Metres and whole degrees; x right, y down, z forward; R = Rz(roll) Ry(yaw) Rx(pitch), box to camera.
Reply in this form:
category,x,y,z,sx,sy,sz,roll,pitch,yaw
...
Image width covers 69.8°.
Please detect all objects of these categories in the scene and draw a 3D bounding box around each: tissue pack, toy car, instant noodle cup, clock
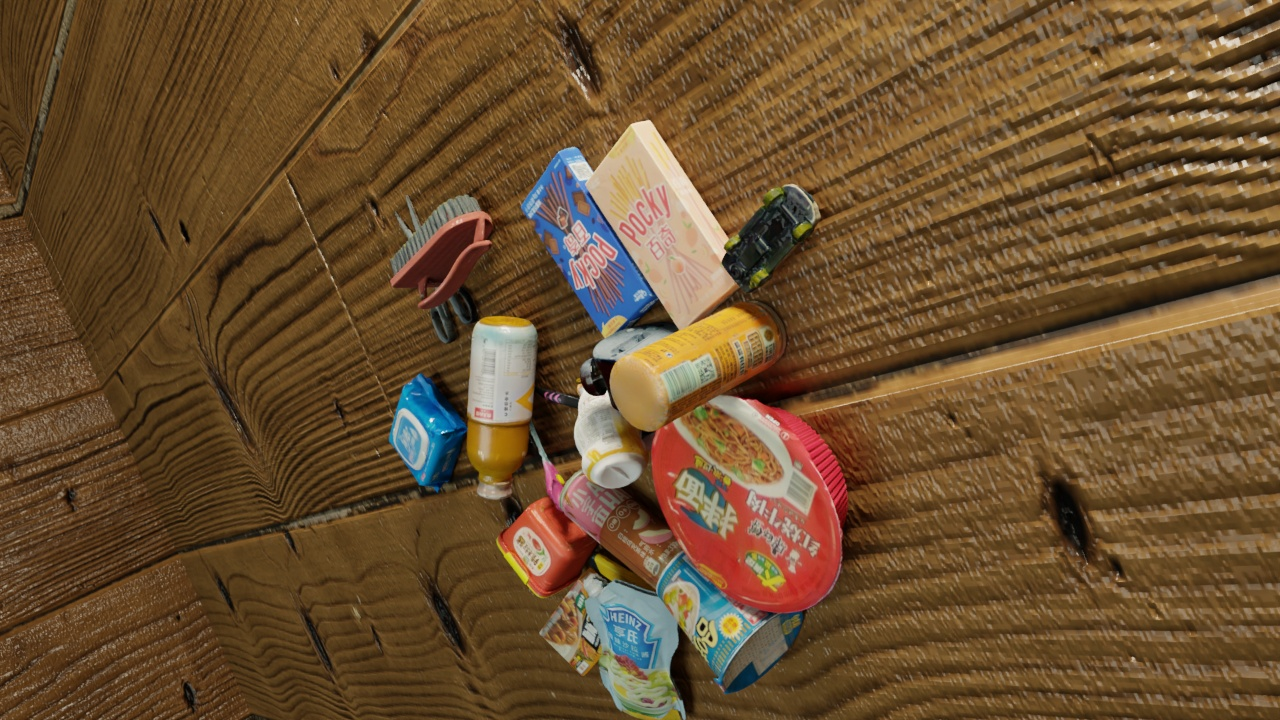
category,x,y,z,sx,sy,sz,roll,pitch,yaw
tissue pack,-0.273,0.096,1.163,0.095,0.052,0.158,47,137,20
toy car,0.098,-0.092,0.679,0.042,0.035,0.091,51,133,13
instant noodle cup,0.073,0.225,0.830,0.110,0.099,0.099,42,136,36
instant noodle cup,0.100,0.108,0.758,0.194,0.065,0.194,25,127,38
clock,-0.005,0.005,0.805,0.122,0.081,0.055,5,119,43

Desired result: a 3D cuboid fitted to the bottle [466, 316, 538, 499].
category,x,y,z,sx,sy,sz,roll,pitch,yaw
bottle,-0.147,0.050,0.960,0.068,0.067,0.189,16,105,42

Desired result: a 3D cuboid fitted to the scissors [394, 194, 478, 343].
category,x,y,z,sx,sy,sz,roll,pitch,yaw
scissors,-0.238,-0.098,1.056,0.159,0.014,0.171,29,128,35

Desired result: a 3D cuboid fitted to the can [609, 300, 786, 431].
category,x,y,z,sx,sy,sz,roll,pitch,yaw
can,0.046,0.001,0.696,0.058,0.145,0.058,24,126,38

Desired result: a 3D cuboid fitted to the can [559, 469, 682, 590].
category,x,y,z,sx,sy,sz,roll,pitch,yaw
can,-0.013,0.168,0.915,0.147,0.057,0.058,33,131,32

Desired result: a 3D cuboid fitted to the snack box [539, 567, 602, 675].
category,x,y,z,sx,sy,sz,roll,pitch,yaw
snack box,-0.061,0.301,1.052,0.075,0.026,0.154,41,136,10

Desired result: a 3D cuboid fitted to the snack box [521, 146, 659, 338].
category,x,y,z,sx,sy,sz,roll,pitch,yaw
snack box,-0.044,-0.104,0.832,0.157,0.026,0.085,57,139,9

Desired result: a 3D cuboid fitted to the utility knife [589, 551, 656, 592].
category,x,y,z,sx,sy,sz,roll,pitch,yaw
utility knife,0.015,0.244,0.957,0.193,0.015,0.033,21,144,39

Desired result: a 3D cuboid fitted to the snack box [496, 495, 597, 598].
category,x,y,z,sx,sy,sz,roll,pitch,yaw
snack box,-0.099,0.201,1.015,0.091,0.081,0.080,48,124,18

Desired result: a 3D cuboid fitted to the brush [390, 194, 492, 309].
category,x,y,z,sx,sy,sz,roll,pitch,yaw
brush,-0.203,-0.112,0.965,0.146,0.063,0.069,-35,70,41

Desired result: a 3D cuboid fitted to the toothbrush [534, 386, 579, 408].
category,x,y,z,sx,sy,sz,roll,pitch,yaw
toothbrush,-0.083,0.041,0.958,0.189,0.017,0.014,13,113,42

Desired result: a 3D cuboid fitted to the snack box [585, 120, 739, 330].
category,x,y,z,sx,sy,sz,roll,pitch,yaw
snack box,0.021,-0.110,0.760,0.157,0.026,0.085,57,139,8

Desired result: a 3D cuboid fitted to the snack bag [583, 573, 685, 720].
category,x,y,z,sx,sy,sz,roll,pitch,yaw
snack bag,-0.004,0.304,0.968,0.110,0.038,0.191,16,128,33

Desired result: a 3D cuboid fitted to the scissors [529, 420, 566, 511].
category,x,y,z,sx,sy,sz,roll,pitch,yaw
scissors,-0.106,0.106,0.986,0.017,0.077,0.137,-28,84,8

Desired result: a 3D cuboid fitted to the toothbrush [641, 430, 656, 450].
category,x,y,z,sx,sy,sz,roll,pitch,yaw
toothbrush,0.019,0.074,0.863,0.190,0.021,0.029,-36,50,48

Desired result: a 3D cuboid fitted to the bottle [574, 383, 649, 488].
category,x,y,z,sx,sy,sz,roll,pitch,yaw
bottle,-0.032,0.064,0.863,0.063,0.063,0.108,115,147,-43
